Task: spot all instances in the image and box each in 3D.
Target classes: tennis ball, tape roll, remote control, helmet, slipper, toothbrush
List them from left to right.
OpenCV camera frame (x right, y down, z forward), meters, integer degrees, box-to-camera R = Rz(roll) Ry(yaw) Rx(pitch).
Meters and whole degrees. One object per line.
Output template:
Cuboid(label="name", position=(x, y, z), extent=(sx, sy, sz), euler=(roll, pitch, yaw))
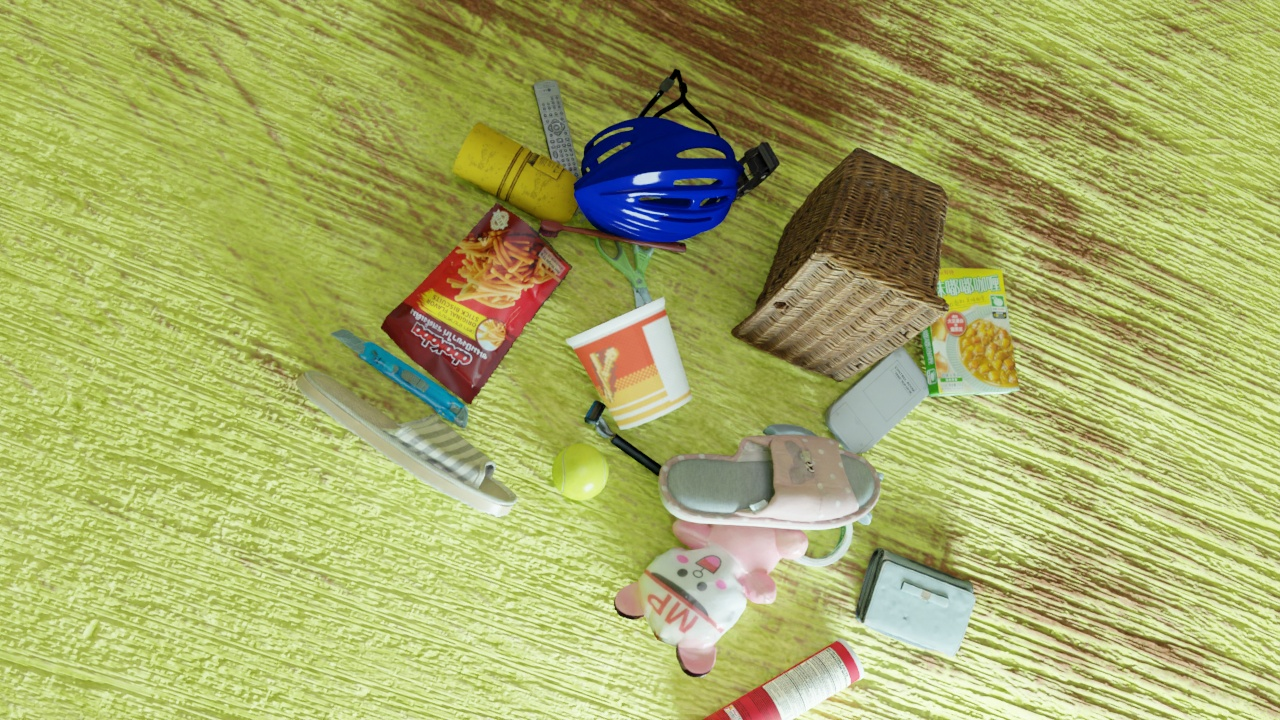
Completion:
Cuboid(label="slipper", position=(-0.252, 0.083, 1.006), extent=(0.272, 0.114, 0.054), euler=(31, 96, -3))
Cuboid(label="remote control", position=(-0.105, -0.285, 1.149), extent=(0.033, 0.013, 0.136), euler=(-13, 83, -15))
Cuboid(label="tennis ball", position=(-0.069, 0.128, 1.056), extent=(0.065, 0.065, 0.065), euler=(2, 80, -12))
Cuboid(label="toothbrush", position=(-0.032, -0.148, 1.118), extent=(0.189, 0.017, 0.016), euler=(6, 48, -22))
Cuboid(label="helmet", position=(0.013, -0.249, 1.093), extent=(0.241, 0.148, 0.227), euler=(-1, 65, -33))
Cuboid(label="slipper", position=(0.154, 0.136, 1.049), extent=(0.274, 0.055, 0.114), euler=(-1, 52, -16))
Cuboid(label="tape roll", position=(0.214, 0.206, 1.130), extent=(0.093, 0.018, 0.093), euler=(2, 80, -13))
Cuboid(label="remote control", position=(0.303, 0.053, 1.175), extent=(0.150, 0.019, 0.074), euler=(-39, 93, -18))

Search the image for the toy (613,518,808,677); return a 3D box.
Cuboid(label="toy", position=(0.084, 0.247, 1.058), extent=(0.142, 0.084, 0.212), euler=(39, 69, 15))

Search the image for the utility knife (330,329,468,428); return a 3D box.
Cuboid(label="utility knife", position=(-0.274, 0.018, 1.056), extent=(0.185, 0.015, 0.031), euler=(33, 54, -5))

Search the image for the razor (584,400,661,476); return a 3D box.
Cuboid(label="razor", position=(-0.009, 0.107, 1.098), extent=(0.144, 0.022, 0.042), euler=(41, 34, -7))

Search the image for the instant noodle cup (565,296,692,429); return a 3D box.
Cuboid(label="instant noodle cup", position=(-0.006, 0.006, 1.069), extent=(0.123, 0.123, 0.121), euler=(-25, 94, -16))

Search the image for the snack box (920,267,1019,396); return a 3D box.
Cuboid(label="snack box", position=(0.429, -0.038, 1.209), extent=(0.131, 0.027, 0.168), euler=(-1, 80, -21))

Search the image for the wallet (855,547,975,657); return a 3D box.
Cuboid(label="wallet", position=(0.337, 0.296, 1.127), extent=(0.131, 0.054, 0.100), euler=(19, 76, -3))

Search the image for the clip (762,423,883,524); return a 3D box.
Cuboid(label="clip", position=(0.212, 0.149, 1.118), extent=(0.163, 0.028, 0.114), euler=(26, 60, -1))

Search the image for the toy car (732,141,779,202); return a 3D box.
Cuboid(label="toy car", position=(0.138, -0.238, 1.157), extent=(0.037, 0.093, 0.040), euler=(-26, 85, -39))

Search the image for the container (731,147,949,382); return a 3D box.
Cuboid(label="container", position=(0.243, -0.113, 1.087), extent=(0.162, 0.250, 0.182), euler=(22, 66, -8))

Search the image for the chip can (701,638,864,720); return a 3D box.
Cuboid(label="chip can", position=(0.156, 0.398, 1.066), extent=(0.214, 0.052, 0.052), euler=(-25, 86, -15))

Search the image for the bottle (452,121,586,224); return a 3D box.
Cuboid(label="bottle", position=(-0.135, -0.215, 1.100), extent=(0.164, 0.071, 0.071), euler=(28, 75, -6))

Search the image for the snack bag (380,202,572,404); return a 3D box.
Cuboid(label="snack bag", position=(-0.189, -0.070, 1.083), extent=(0.139, 0.067, 0.207), euler=(40, 84, -9))

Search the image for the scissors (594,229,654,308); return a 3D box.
Cuboid(label="scissors", position=(-0.011, -0.093, 1.137), extent=(0.092, 0.032, 0.175), euler=(-6, 78, -16))
